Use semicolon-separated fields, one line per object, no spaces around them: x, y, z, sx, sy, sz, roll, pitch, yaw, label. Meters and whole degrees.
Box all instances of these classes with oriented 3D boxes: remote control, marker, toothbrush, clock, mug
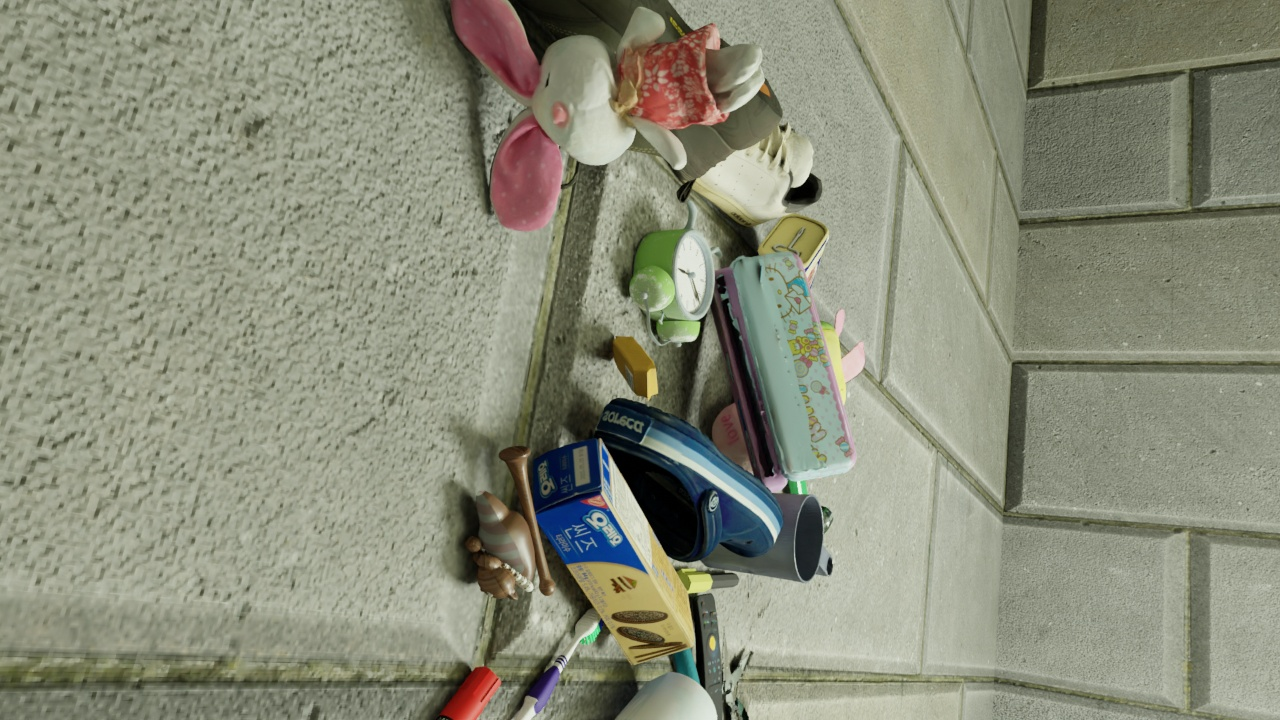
0.062;0.299;0.870;0.041;0.020;0.151;17;69;-60;remote control
-0.132;0.246;0.552;0.144;0.021;0.024;-49;154;-48;marker
0.066;0.215;0.900;0.123;0.017;0.021;21;40;-60;marker
-0.074;0.242;0.659;0.186;0.015;0.016;-46;134;-49;toothbrush
0.029;-0.068;0.803;0.094;0.043;0.119;53;47;-45;clock
0.126;0.180;0.914;0.124;0.104;0.083;50;48;-48;mug

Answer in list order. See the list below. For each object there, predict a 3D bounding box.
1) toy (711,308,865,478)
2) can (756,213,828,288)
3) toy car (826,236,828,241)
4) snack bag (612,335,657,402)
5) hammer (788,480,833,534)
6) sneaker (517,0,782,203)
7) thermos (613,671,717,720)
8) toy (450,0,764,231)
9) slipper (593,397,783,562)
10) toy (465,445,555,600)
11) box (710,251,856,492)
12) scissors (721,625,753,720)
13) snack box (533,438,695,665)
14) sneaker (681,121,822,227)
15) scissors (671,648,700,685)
0.166;0.036;0.964;0.237;0.088;0.190;-44;134;-32;toy
0.151;-0.090;0.966;0.116;0.056;0.092;-50;158;-47;can
0.186;-0.130;1.085;0.112;0.039;0.039;-37;143;-53;toy car
-0.004;0.004;0.719;0.099;0.020;0.026;-128;-150;-67;snack bag
0.175;0.089;1.073;0.129;0.032;0.319;-39;123;-52;hammer
-0.028;-0.205;0.667;0.238;0.143;0.100;33;33;-20;sneaker
-0.015;0.324;0.694;0.219;0.099;0.099;-32;118;-61;thermos
-0.018;-0.166;0.581;0.084;0.194;0.159;-61;146;-66;toy
0.031;0.113;0.759;0.253;0.105;0.095;45;62;-49;slipper
-0.088;0.112;0.603;0.054;0.042;0.102;-15;95;-20;toy
0.131;0.008;0.849;0.089;0.092;0.214;75;2;-75;box
0.078;0.376;0.928;0.201;0.015;0.202;-28;114;-54;scissors
-0.018;0.151;0.700;0.056;0.057;0.207;-97;165;-51;snack box
0.106;-0.197;0.873;0.241;0.102;0.088;30;64;-57;sneaker
0.034;0.252;0.823;0.125;0.019;0.155;86;-9;-65;scissors
